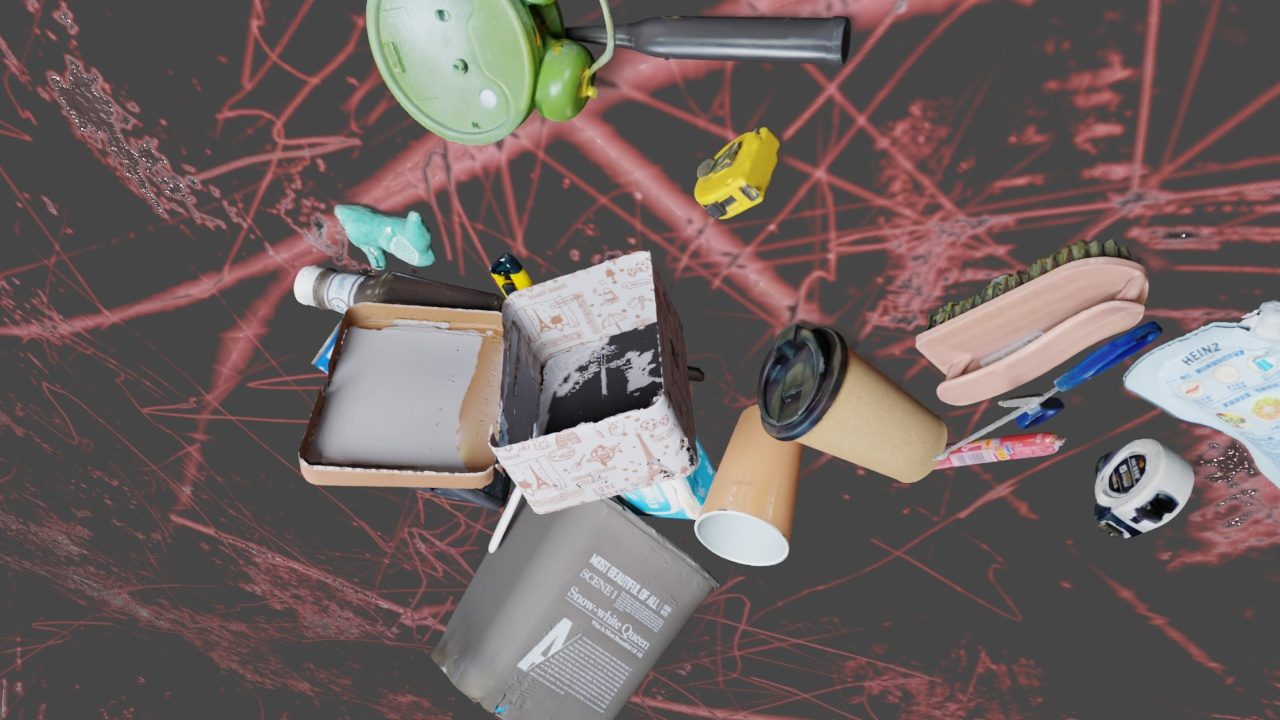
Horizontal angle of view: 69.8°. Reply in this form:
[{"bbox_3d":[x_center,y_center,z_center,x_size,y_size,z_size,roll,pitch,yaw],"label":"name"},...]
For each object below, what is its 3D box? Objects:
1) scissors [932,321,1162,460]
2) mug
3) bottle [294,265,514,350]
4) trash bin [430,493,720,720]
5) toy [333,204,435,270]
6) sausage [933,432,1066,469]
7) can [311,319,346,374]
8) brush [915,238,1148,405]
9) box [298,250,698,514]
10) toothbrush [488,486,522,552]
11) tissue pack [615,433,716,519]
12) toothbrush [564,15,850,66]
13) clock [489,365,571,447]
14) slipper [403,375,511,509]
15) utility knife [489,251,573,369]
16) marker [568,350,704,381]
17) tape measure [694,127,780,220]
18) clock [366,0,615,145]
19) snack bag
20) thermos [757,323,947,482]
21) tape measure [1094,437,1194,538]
[{"bbox_3d":[0.273,0.025,0.619,0.176,0.012,0.162,-34,158,8],"label":"scissors"},{"bbox_3d":[0.099,0.101,0.776,0.078,0.122,0.078,14,141,11],"label":"mug"},{"bbox_3d":[-0.211,-0.048,0.809,0.195,0.044,0.080,13,155,12],"label":"bottle"},{"bbox_3d":[-0.075,0.252,0.919,0.199,0.219,0.199,40,162,-19],"label":"trash bin"},{"bbox_3d":[-0.211,-0.102,0.762,0.092,0.030,0.097,19,150,11],"label":"toy"},{"bbox_3d":[0.266,0.076,0.750,0.156,0.020,0.020,-15,129,38],"label":"sausage"},{"bbox_3d":[-0.250,0.018,0.903,0.134,0.053,0.053,35,141,-16],"label":"can"},{"bbox_3d":[0.256,-0.022,0.594,0.063,0.072,0.146,38,138,-19],"label":"brush"},{"bbox_3d":[-0.098,0.018,0.678,0.272,0.177,0.107,-7,132,3],"label":"box"},{"bbox_3d":[-0.114,0.109,0.891,0.016,0.016,0.180,22,103,-11],"label":"toothbrush"},{"bbox_3d":[0.008,0.096,0.862,0.090,0.063,0.140,-1,137,28],"label":"tissue pack"},{"bbox_3d":[0.016,-0.191,0.545,0.213,0.026,0.027,8,122,22],"label":"toothbrush"},{"bbox_3d":[-0.099,0.057,0.832,0.082,0.055,0.122,8,134,-17],"label":"clock"},{"bbox_3d":[-0.191,0.066,0.839,0.083,0.110,0.268,1,162,16],"label":"slipper"},{"bbox_3d":[-0.090,-0.033,0.794,0.033,0.015,0.154,2,139,27],"label":"utility knife"},{"bbox_3d":[-0.005,0.005,0.799,0.124,0.015,0.018,9,144,14],"label":"marker"},{"bbox_3d":[0.059,-0.119,0.584,0.029,0.059,0.057,39,145,-23],"label":"tape measure"},{"bbox_3d":[-0.087,-0.195,0.547,0.161,0.056,0.116,4,128,30],"label":"clock"},{"bbox_3d":[0.429,0.034,0.606,0.191,0.038,0.111,33,146,-12],"label":"snack bag"},{"bbox_3d":[0.162,0.038,0.706,0.143,0.092,0.093,27,143,-20],"label":"thermos"},{"bbox_3d":[0.371,0.092,0.679,0.033,0.065,0.066,30,143,-7],"label":"tape measure"}]
